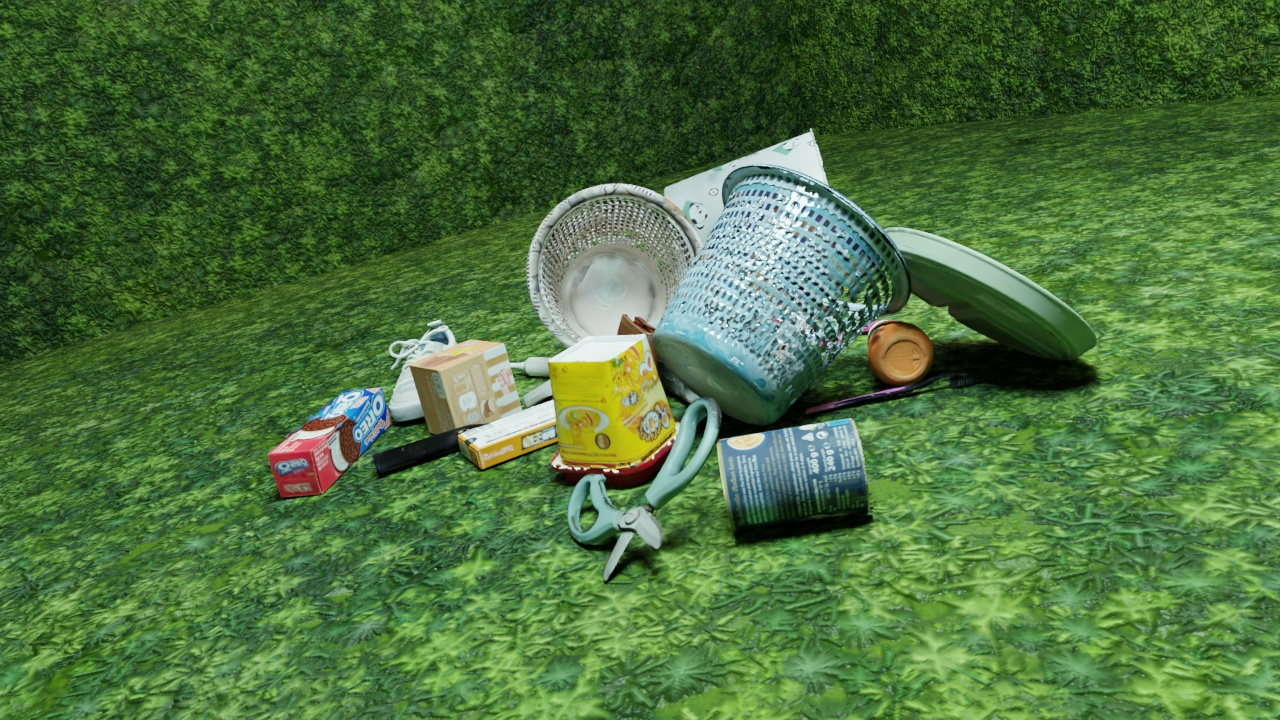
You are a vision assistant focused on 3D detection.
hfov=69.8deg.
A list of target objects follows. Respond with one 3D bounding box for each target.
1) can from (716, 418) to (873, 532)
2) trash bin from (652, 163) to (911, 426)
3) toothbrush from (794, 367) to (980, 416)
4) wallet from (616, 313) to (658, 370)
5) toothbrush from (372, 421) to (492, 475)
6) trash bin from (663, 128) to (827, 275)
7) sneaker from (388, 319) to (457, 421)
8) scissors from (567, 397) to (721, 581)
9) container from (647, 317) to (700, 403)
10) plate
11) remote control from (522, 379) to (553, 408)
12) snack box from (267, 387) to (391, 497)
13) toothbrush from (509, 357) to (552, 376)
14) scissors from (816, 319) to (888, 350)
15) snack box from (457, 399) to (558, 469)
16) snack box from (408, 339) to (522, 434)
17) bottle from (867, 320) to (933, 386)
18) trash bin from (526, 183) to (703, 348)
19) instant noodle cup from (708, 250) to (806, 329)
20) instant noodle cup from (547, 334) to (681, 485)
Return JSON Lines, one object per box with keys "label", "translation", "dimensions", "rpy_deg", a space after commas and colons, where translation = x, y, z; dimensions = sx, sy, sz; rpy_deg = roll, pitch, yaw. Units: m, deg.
{"label": "can", "translation": [0.121, 0.090, 0.726], "dimensions": [0.111, 0.075, 0.075], "rpy_deg": [-10, 17, 7]}
{"label": "trash bin", "translation": [0.124, -0.051, 0.930], "dimensions": [0.194, 0.226, 0.227], "rpy_deg": [-52, 30, -14]}
{"label": "toothbrush", "translation": [0.249, 0.036, 0.928], "dimensions": [0.189, 0.018, 0.014], "rpy_deg": [-14, 16, 7]}
{"label": "wallet", "translation": [-0.006, 0.006, 1.056], "dimensions": [0.032, 0.101, 0.124], "rpy_deg": [8, 11, -17]}
{"label": "toothbrush", "translation": [-0.200, 0.087, 1.056], "dimensions": [0.212, 0.027, 0.026], "rpy_deg": [-17, 62, -19]}
{"label": "trash bin", "translation": [0.184, -0.229, 1.487], "dimensions": [0.252, 0.230, 0.229], "rpy_deg": [-14, 16, 12]}
{"label": "sneaker", "translation": [-0.294, 0.007, 1.269], "dimensions": [0.089, 0.091, 0.242], "rpy_deg": [-12, 17, 4]}
{"label": "scissors", "translation": [0.000, 0.097, 0.760], "dimensions": [0.169, 0.019, 0.175], "rpy_deg": [-54, 23, -11]}
{"label": "container", "translation": [0.062, -0.010, 1.079], "dimensions": [0.090, 0.090, 0.114], "rpy_deg": [-17, 14, -18]}
{"label": "plate", "translation": [0.336, -0.062, 0.912], "dimensions": [0.230, 0.027, 0.230], "rpy_deg": [30, 2, -1]}
{"label": "remote control", "translation": [-0.081, 0.024, 1.083], "dimensions": [0.058, 0.021, 0.150], "rpy_deg": [-17, -9, -39]}
{"label": "snack box", "translation": [-0.367, 0.093, 1.101], "dimensions": [0.058, 0.057, 0.207], "rpy_deg": [-7, 17, 9]}
{"label": "toothbrush", "translation": [-0.130, 0.009, 1.253], "dimensions": [0.221, 0.026, 0.026], "rpy_deg": [2, -4, 38]}
{"label": "scissors", "translation": [0.256, -0.036, 1.147], "dimensions": [0.136, 0.017, 0.133], "rpy_deg": [-12, 13, 16]}
{"label": "snack box", "translation": [-0.122, 0.076, 1.030], "dimensions": [0.153, 0.026, 0.075], "rpy_deg": [-19, 18, -23]}
{"label": "snack box", "translation": [-0.212, 0.034, 1.115], "dimensions": [0.094, 0.093, 0.077], "rpy_deg": [-26, 21, -37]}
{"label": "bottle", "translation": [0.275, -0.016, 0.999], "dimensions": [0.067, 0.067, 0.149], "rpy_deg": [-10, 10, 9]}
{"label": "trash bin", "translation": [-0.034, -0.101, 1.231], "dimensions": [0.227, 0.227, 0.192], "rpy_deg": [-14, -5, -5]}
{"label": "instant noodle cup", "translation": [0.149, -0.083, 1.198], "dimensions": [0.138, 0.108, 0.137], "rpy_deg": [-14, 15, 4]}
{"label": "instant noodle cup", "translation": [-0.029, 0.045, 0.899], "dimensions": [0.116, 0.124, 0.115], "rpy_deg": [0, 21, 33]}
